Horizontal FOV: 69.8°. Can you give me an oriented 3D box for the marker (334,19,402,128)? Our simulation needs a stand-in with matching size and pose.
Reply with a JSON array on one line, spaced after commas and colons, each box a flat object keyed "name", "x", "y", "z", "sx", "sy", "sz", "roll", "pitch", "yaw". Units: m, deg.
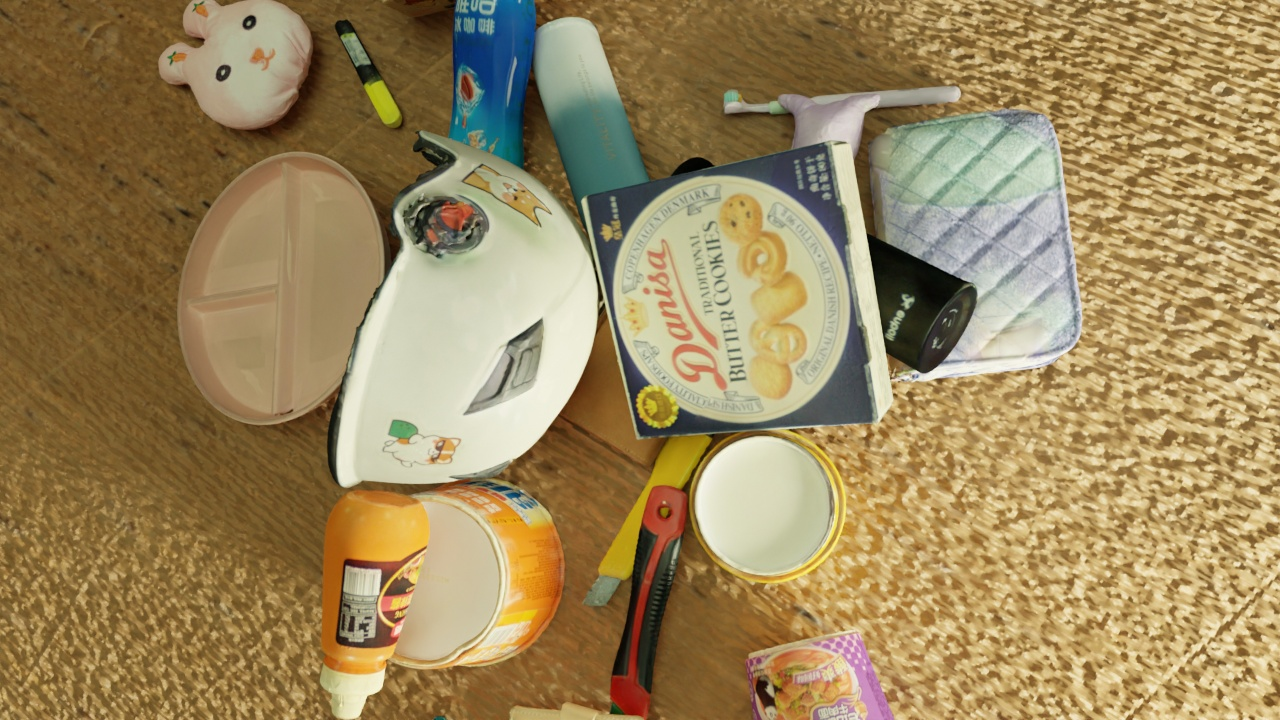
[{"name": "marker", "x": -0.245, "y": -0.259, "z": 0.824, "sx": 0.018, "sy": 0.015, "sz": 0.124, "roll": -31, "pitch": 75, "yaw": 2}]

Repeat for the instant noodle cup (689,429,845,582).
[{"name": "instant noodle cup", "x": 0.090, "y": 0.104, "z": 0.660, "sx": 0.118, "sy": 0.114, "sz": 0.118, "roll": -1, "pitch": 81, "yaw": 8}]

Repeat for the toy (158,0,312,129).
[{"name": "toy", "x": -0.369, "y": -0.273, "z": 0.829, "sx": 0.159, "sy": 0.054, "sz": 0.121, "roll": 21, "pitch": 84, "yaw": 20}]

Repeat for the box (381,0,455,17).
[{"name": "box", "x": -0.138, "y": -0.352, "z": 0.773, "sx": 0.168, "sy": 0.091, "sz": 0.076, "roll": -11, "pitch": 100, "yaw": 7}]

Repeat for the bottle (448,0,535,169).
[{"name": "bottle", "x": -0.117, "y": -0.246, "z": 0.733, "sx": 0.065, "sy": 0.065, "sz": 0.219, "roll": 12, "pitch": 109, "yaw": 11}]

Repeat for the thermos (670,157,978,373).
[{"name": "thermos", "x": 0.120, "y": -0.069, "z": 0.680, "sx": 0.242, "sy": 0.068, "sz": 0.090, "roll": 34, "pitch": 128, "yaw": 33}]

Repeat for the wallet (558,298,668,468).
[{"name": "wallet", "x": -0.004, "y": 0.004, "z": 0.733, "sx": 0.108, "sy": 0.031, "sz": 0.131, "roll": 29, "pitch": 82, "yaw": 14}]

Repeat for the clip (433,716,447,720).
[{"name": "clip", "x": -0.143, "y": 0.300, "z": 0.716, "sx": 0.057, "sy": 0.047, "sz": 0.014, "roll": 37, "pitch": 87, "yaw": 10}]

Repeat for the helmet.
[{"name": "helmet", "x": -0.110, "y": -0.024, "z": 0.659, "sx": 0.157, "sy": 0.231, "sz": 0.273, "roll": 12, "pitch": 41, "yaw": -9}]

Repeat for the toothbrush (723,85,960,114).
[{"name": "toothbrush", "x": 0.163, "y": -0.214, "z": 0.748, "sx": 0.189, "sy": 0.029, "sz": 0.021, "roll": 0, "pitch": 121, "yaw": 8}]

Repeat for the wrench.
[{"name": "wrench", "x": 0.000, "y": 0.230, "z": 0.694, "sx": 0.056, "sy": 0.016, "sz": 0.273, "roll": 6, "pitch": 87, "yaw": 17}]

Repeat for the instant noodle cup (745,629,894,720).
[{"name": "instant noodle cup", "x": 0.125, "y": 0.246, "z": 0.640, "sx": 0.111, "sy": 0.111, "sz": 0.099, "roll": -16, "pitch": 71, "yaw": 6}]

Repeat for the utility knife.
[{"name": "utility knife", "x": 0.006, "y": 0.118, "z": 0.722, "sx": 0.033, "sy": 0.015, "sz": 0.181, "roll": 30, "pitch": 88, "yaw": 32}]

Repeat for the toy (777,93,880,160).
[{"name": "toy", "x": 0.139, "y": -0.157, "z": 0.723, "sx": 0.084, "sy": 0.038, "sz": 0.108, "roll": 13, "pitch": 104, "yaw": 32}]

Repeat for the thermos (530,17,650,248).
[{"name": "thermos", "x": -0.033, "y": -0.169, "z": 0.736, "sx": 0.070, "sy": 0.070, "sz": 0.220, "roll": -20, "pitch": 72, "yaw": 5}]

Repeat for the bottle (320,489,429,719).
[{"name": "bottle", "x": -0.183, "y": 0.164, "z": 0.609, "sx": 0.067, "sy": 0.066, "sz": 0.149, "roll": 10, "pitch": 90, "yaw": 10}]

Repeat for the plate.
[{"name": "plate", "x": -0.298, "y": -0.060, "z": 0.767, "sx": 0.230, "sy": 0.028, "sz": 0.229, "roll": -5, "pitch": 80, "yaw": 25}]

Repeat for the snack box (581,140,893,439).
[{"name": "snack box", "x": 0.064, "y": -0.041, "z": 0.624, "sx": 0.183, "sy": 0.045, "sz": 0.178, "roll": -7, "pitch": 101, "yaw": 28}]

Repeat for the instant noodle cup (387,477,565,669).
[{"name": "instant noodle cup", "x": -0.142, "y": 0.161, "z": 0.690, "sx": 0.151, "sy": 0.111, "sz": 0.151, "roll": -1, "pitch": 81, "yaw": 9}]

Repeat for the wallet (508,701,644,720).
[{"name": "wallet", "x": -0.045, "y": 0.300, "z": 0.685, "sx": 0.115, "sy": 0.024, "sz": 0.087, "roll": -3, "pitch": 88, "yaw": 25}]

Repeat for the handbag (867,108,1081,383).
[{"name": "handbag", "x": 0.246, "y": -0.082, "z": 0.686, "sx": 0.134, "sy": 0.075, "sz": 0.193, "roll": -5, "pitch": 79, "yaw": 14}]
